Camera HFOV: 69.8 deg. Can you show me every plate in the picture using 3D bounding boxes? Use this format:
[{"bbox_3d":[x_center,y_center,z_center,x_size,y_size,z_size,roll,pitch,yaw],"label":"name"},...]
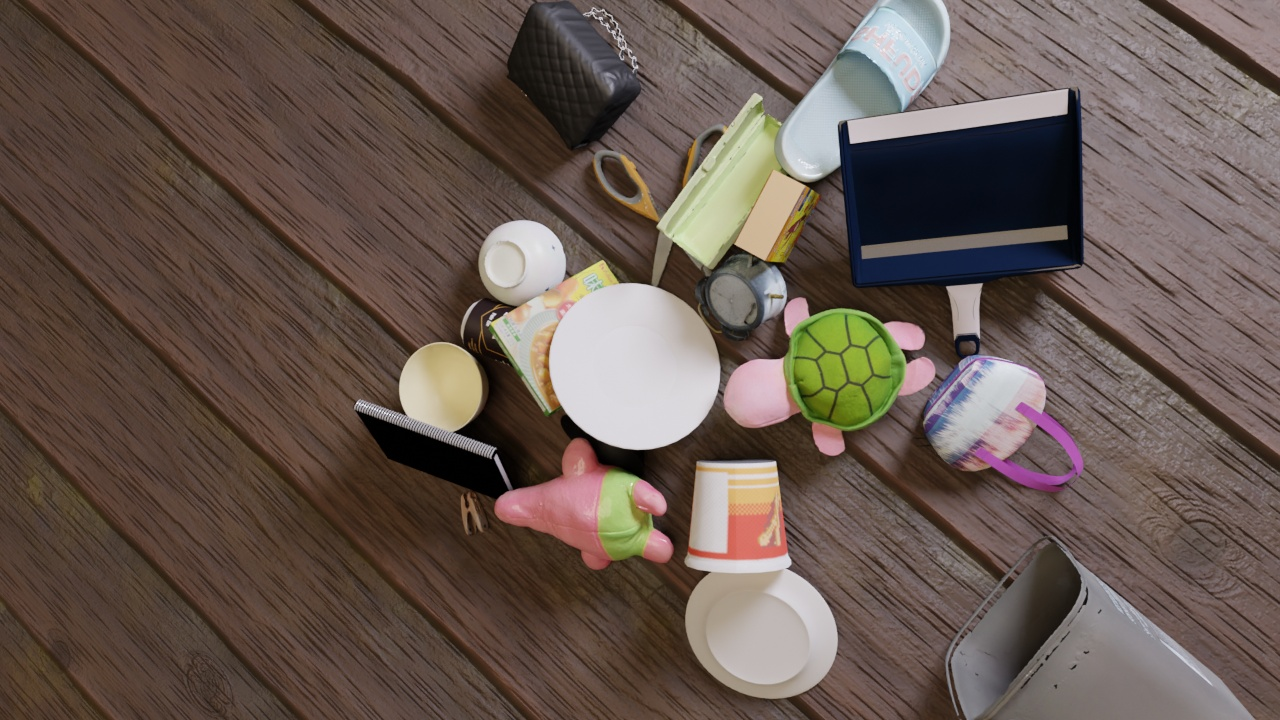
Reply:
[{"bbox_3d":[-0.006,0.007,1.109,0.208,0.015,0.208,3,72,-10],"label":"plate"},{"bbox_3d":[0.145,0.337,1.128,0.189,0.016,0.189,5,107,17],"label":"plate"}]

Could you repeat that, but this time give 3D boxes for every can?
[{"bbox_3d":[-0.162,-0.028,1.181,0.128,0.071,0.072,22,102,15],"label":"can"}]

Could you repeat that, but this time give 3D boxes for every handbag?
[{"bbox_3d":[-0.078,-0.349,1.128,0.153,0.114,0.125,48,131,5],"label":"handbag"},{"bbox_3d":[0.406,0.080,1.012,0.170,0.067,0.145,36,113,4],"label":"handbag"}]

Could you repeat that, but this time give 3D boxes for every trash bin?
[{"bbox_3d":[0.473,0.340,0.952,0.220,0.197,0.198,35,103,6],"label":"trash bin"}]

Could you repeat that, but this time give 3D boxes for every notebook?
[{"bbox_3d":[-0.265,0.123,1.204,0.207,0.149,0.016,17,60,16],"label":"notebook"}]

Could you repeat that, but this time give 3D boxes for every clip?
[{"bbox_3d":[-0.225,0.209,1.252,0.045,0.024,0.062,-2,92,19],"label":"clip"}]

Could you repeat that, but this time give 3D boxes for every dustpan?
[{"bbox_3d":[0.344,-0.131,0.985,0.237,0.079,0.273,-4,129,19],"label":"dustpan"}]

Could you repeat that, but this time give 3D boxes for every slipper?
[{"bbox_3d":[0.246,-0.296,0.995,0.104,0.074,0.245,41,94,-10],"label":"slipper"}]

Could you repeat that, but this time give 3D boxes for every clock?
[{"bbox_3d":[0.115,-0.074,1.085,0.090,0.052,0.130,53,143,0],"label":"clock"}]

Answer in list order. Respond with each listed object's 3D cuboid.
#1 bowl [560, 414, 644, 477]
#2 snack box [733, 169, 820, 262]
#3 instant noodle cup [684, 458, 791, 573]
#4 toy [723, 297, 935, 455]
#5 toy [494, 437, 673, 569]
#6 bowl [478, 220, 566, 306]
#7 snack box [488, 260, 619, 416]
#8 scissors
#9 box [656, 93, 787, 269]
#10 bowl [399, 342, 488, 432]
[{"bbox_3d":[-0.034,0.088,1.147,0.124,0.124,0.052,29,66,14],"label":"bowl"},{"bbox_3d":[0.156,-0.160,1.033,0.040,0.125,0.088,30,104,13],"label":"snack box"},{"bbox_3d":[0.115,0.180,1.091,0.123,0.123,0.121,-1,87,18],"label":"instant noodle cup"},{"bbox_3d":[0.211,0.015,1.054,0.238,0.087,0.190,-13,86,12],"label":"toy"},{"bbox_3d":[-0.073,0.190,1.158,0.237,0.096,0.192,2,114,18],"label":"toy"},{"bbox_3d":[-0.159,-0.124,1.175,0.113,0.063,0.113,2,97,18],"label":"bowl"},{"bbox_3d":[-0.080,-0.029,1.129,0.167,0.027,0.132,-32,84,-19],"label":"snack box"},{"bbox_3d":[0.043,-0.196,1.125,0.225,0.016,0.225,-40,84,18],"label":"scissors"},{"bbox_3d":[0.109,-0.199,1.058,0.083,0.091,0.188,37,98,5],"label":"box"},{"bbox_3d":[-0.247,0.037,1.212,0.118,0.074,0.118,-1,88,16],"label":"bowl"}]
